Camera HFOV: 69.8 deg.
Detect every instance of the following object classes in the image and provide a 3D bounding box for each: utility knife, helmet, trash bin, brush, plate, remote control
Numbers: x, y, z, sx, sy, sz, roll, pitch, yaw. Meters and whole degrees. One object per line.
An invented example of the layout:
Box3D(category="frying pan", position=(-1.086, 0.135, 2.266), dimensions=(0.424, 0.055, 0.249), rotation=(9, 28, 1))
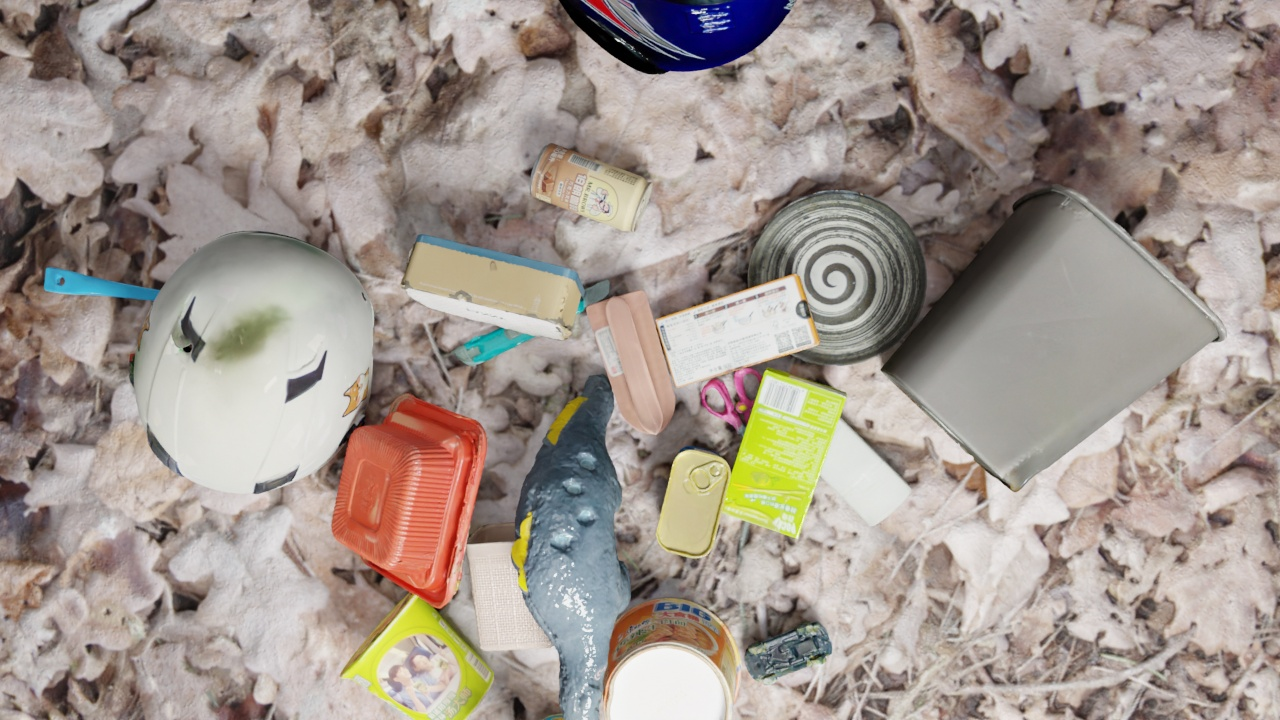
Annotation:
Box3D(category="utility knife", position=(-0.113, -0.040, 0.963), dimensions=(0.182, 0.013, 0.029), rotation=(-27, 88, 2))
Box3D(category="helmet", position=(0.005, -0.409, 0.841), dimensions=(0.315, 0.240, 0.247), rotation=(31, 91, -7))
Box3D(category="trash bin", position=(0.362, -0.014, 0.858), dimensions=(0.199, 0.198, 0.220), rotation=(44, 99, 4))
Box3D(category="helmet", position=(-0.376, 0.017, 0.880), dimensions=(0.230, 0.157, 0.274), rotation=(19, 99, -14))
Box3D(category="brush", position=(-0.498, -0.069, 0.964), dimensions=(0.254, 0.046, 0.083), rotation=(8, 94, -3))
Box3D(category="plate", position=(0.199, -0.084, 0.937), dimensions=(0.179, 0.024, 0.179), rotation=(0, 91, 9))
Box3D(category="remote control", position=(0.205, 0.099, 0.939), dimensions=(0.150, 0.021, 0.058), rotation=(46, 102, 3))
Box3D(category="brush", position=(-0.005, 0.005, 0.928), dimensions=(0.063, 0.073, 0.145), rotation=(-16, 90, 2))

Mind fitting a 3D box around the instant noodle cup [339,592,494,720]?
Box3D(category="instant noodle cup", position=(-0.218, 0.312, 0.926), dimensions=(0.123, 0.111, 0.112), rotation=(43, 92, -5))

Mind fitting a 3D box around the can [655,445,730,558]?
Box3D(category="can", position=(0.052, 0.138, 0.918), dimensions=(0.057, 0.083, 0.102), rotation=(13, 90, 3))

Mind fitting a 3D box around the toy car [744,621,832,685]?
Box3D(category="toy car", position=(0.150, 0.296, 0.936), dimensions=(0.090, 0.034, 0.043), rotation=(-24, 91, 5))

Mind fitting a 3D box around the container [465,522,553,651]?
Box3D(category="container", position=(-0.121, 0.226, 0.927), dimensions=(0.090, 0.090, 0.111), rotation=(-4, 93, 3))

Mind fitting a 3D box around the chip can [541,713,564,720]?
Box3D(category="chip can", position=(-0.089, 0.404, 0.860), dimensions=(0.071, 0.210, 0.071), rotation=(0, 90, 3))

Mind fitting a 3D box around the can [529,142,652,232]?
Box3D(category="can", position=(-0.051, -0.176, 0.938), dimensions=(0.116, 0.058, 0.058), rotation=(21, 91, 3))

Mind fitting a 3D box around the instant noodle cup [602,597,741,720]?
Box3D(category="instant noodle cup", position=(0.028, 0.323, 0.904), dimensions=(0.151, 0.111, 0.151), rotation=(0, 89, 3))

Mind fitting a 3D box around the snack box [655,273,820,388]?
Box3D(category="snack box", position=(0.097, -0.029, 0.930), dimensions=(0.154, 0.026, 0.075), rotation=(-18, 87, 14))

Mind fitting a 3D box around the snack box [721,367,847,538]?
Box3D(category="snack box", position=(0.143, 0.093, 0.925), dimensions=(0.086, 0.026, 0.156), rotation=(18, 101, 10))

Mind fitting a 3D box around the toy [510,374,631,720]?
Box3D(category="toy", position=(-0.061, 0.166, 0.853), dimensions=(0.091, 0.138, 0.355), rotation=(-8, 69, 21))

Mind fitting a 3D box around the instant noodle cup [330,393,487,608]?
Box3D(category="instant noodle cup", position=(-0.234, 0.132, 0.902), dimensions=(0.165, 0.079, 0.189), rotation=(12, 89, 42))

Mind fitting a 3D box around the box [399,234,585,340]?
Box3D(category="box", position=(-0.140, -0.070, 0.920), dimensions=(0.184, 0.090, 0.061), rotation=(12, 79, 5))

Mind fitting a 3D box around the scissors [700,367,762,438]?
Box3D(category="scissors", position=(0.103, 0.078, 0.951), dimensions=(0.073, 0.017, 0.137), rotation=(-12, 93, 3))
